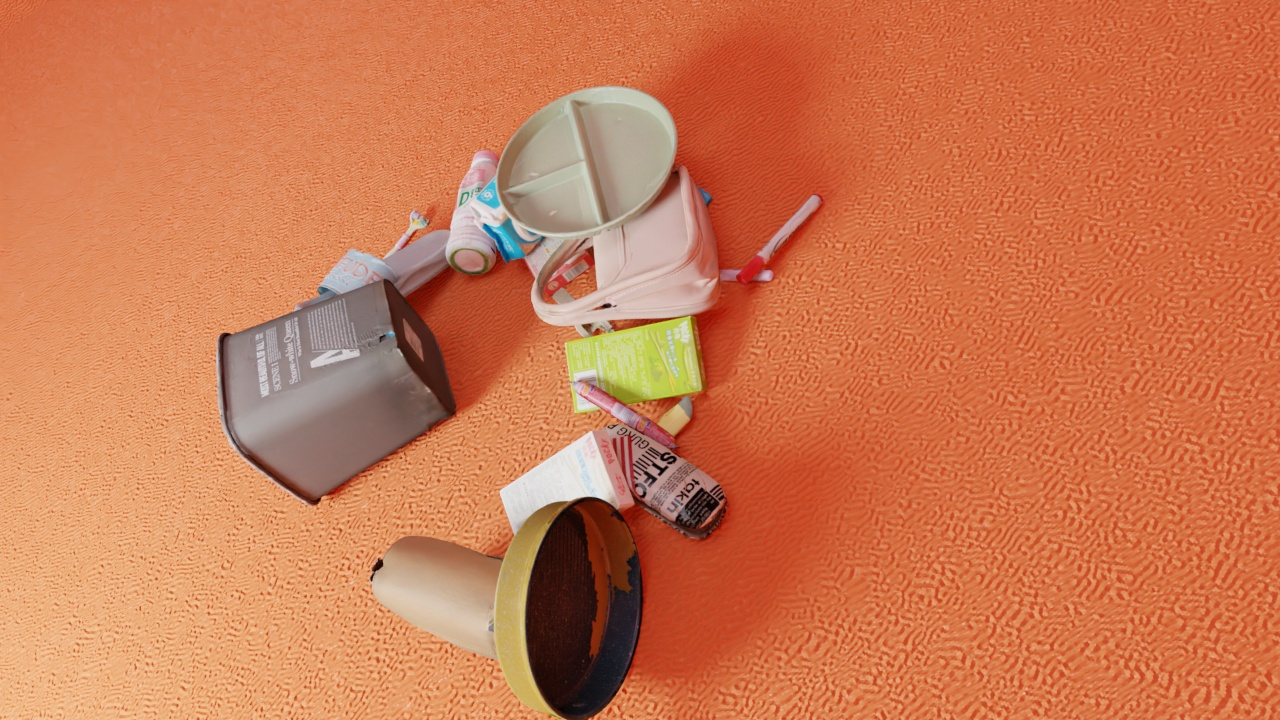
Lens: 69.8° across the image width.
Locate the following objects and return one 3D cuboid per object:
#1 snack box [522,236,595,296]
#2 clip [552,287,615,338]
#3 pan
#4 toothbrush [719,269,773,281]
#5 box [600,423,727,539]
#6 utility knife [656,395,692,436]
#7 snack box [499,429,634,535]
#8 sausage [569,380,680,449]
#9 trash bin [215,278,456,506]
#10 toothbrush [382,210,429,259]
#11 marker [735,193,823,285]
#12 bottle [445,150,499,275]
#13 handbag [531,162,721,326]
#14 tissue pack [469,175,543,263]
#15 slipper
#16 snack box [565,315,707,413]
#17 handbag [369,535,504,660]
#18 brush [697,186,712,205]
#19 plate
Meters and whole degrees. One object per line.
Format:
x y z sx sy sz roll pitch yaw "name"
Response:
-0.125 -0.160 1.219 0.077 0.027 0.155 -35 52 4 "snack box"
-0.063 -0.043 1.121 0.034 0.076 0.103 -46 42 -4 "clip"
-0.046 0.302 0.823 0.078 0.197 0.357 -5 80 30 "pan"
0.069 -0.105 1.094 0.189 0.029 0.021 5 106 28 "toothbrush"
0.019 0.127 0.962 0.164 0.076 0.075 27 65 30 "box"
-0.007 0.105 1.003 0.176 0.019 0.031 -40 49 -1 "utility knife"
-0.080 0.143 0.960 0.157 0.026 0.084 -34 68 33 "snack box"
-0.019 0.058 1.007 0.156 0.020 0.020 31 78 26 "sausage"
-0.367 0.029 1.130 0.220 0.199 0.198 -26 52 3 "trash bin"
-0.376 -0.139 1.339 0.189 0.029 0.020 -54 11 -10 "toothbrush"
0.161 -0.141 1.057 0.017 0.017 0.145 32 71 37 "marker"
-0.225 -0.212 1.279 0.068 0.068 0.196 -12 53 20 "bottle"
-0.026 -0.116 1.079 0.234 0.093 0.193 -20 42 13 "handbag"
-0.148 -0.202 1.180 0.063 0.090 0.140 33 77 35 "tissue pack"
-0.353 -0.121 1.238 0.244 0.074 0.104 -36 36 -27 "slipper"
-0.006 0.006 1.038 0.157 0.026 0.085 -12 83 20 "snack box"
-0.163 0.238 0.918 0.205 0.148 0.099 11 68 27 "handbag"
-0.007 -0.258 1.212 0.255 0.046 0.083 34 79 32 "brush"
-0.064 -0.236 1.099 0.230 0.027 0.229 -8 60 14 "plate"
